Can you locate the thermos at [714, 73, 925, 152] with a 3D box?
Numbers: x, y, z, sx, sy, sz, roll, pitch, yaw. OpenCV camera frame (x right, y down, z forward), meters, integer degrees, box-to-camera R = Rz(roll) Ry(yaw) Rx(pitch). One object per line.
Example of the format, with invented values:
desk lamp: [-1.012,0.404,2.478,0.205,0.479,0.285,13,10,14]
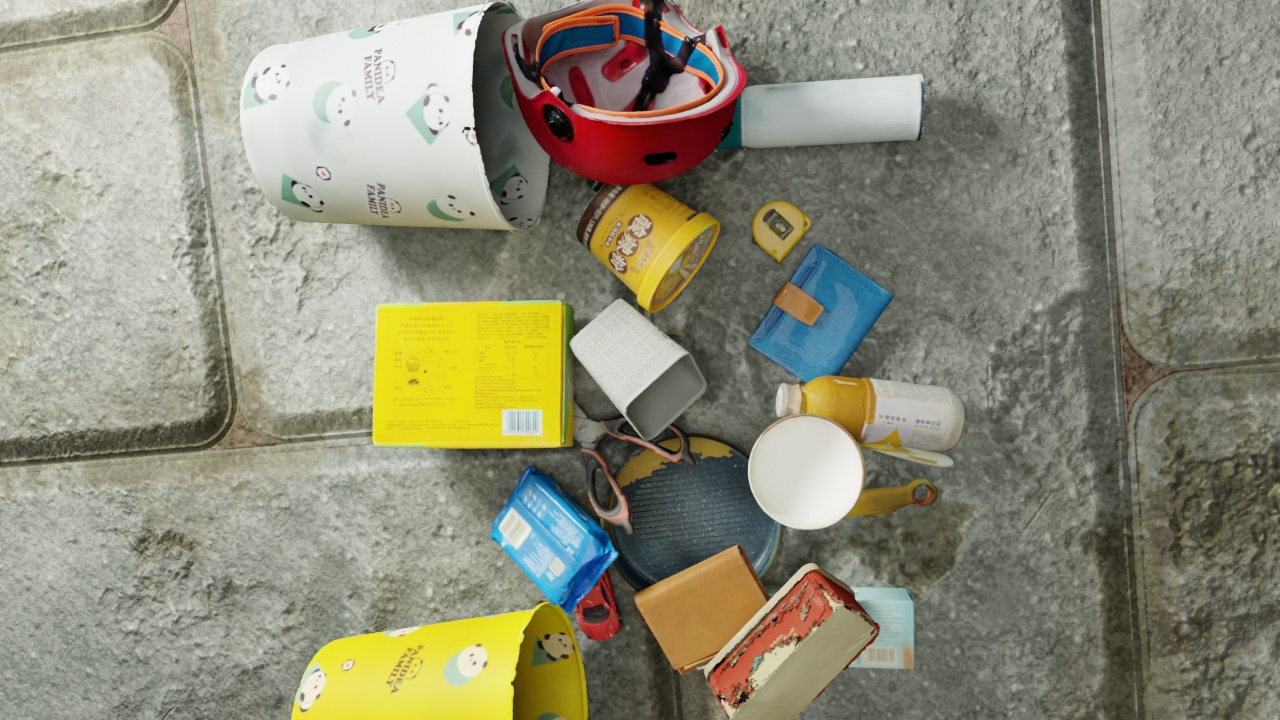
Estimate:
thermos: [0.177,-0.260,0.958,0.224,0.073,0.073,-1,94,8]

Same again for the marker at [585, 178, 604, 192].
marker: [-0.020,-0.245,1.008,0.022,0.018,0.131,34,98,13]

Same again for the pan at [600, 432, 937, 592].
pan: [0.132,0.163,0.989,0.358,0.078,0.197,-11,93,8]

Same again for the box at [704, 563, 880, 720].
box: [0.155,0.299,0.925,0.091,0.080,0.168,36,99,-33]

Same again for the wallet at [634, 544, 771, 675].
wallet: [0.074,0.270,0.982,0.132,0.031,0.108,-30,92,16]

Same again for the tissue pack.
tissue pack: [-0.096,0.197,1.013,0.157,0.052,0.095,39,99,31]

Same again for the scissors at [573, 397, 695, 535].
scissors: [-0.044,0.090,1.007,0.189,0.015,0.226,-24,74,14]

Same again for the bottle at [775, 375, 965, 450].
bottle: [0.238,0.052,0.959,0.189,0.068,0.068,7,95,-3]

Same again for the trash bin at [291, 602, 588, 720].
trash bin: [-0.211,0.386,0.985,0.255,0.229,0.229,-7,93,13]

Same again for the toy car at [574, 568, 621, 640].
toy car: [-0.054,0.269,1.045,0.049,0.031,0.106,-13,95,9]

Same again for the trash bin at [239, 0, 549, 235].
trash bin: [-0.245,-0.239,0.942,0.252,0.229,0.229,-1,94,12]

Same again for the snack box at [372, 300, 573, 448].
snack box: [-0.178,0.016,0.995,0.210,0.070,0.157,-1,85,7]

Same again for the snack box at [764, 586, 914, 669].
snack box: [0.209,0.290,1.002,0.175,0.051,0.074,-1,93,7]

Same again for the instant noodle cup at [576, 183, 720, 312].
instant noodle cup: [0.004,-0.131,0.968,0.114,0.118,0.118,39,98,11]

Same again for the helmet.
helmet: [-0.011,-0.249,0.903,0.206,0.144,0.240,-30,57,-24]

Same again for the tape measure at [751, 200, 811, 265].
tape measure: [0.149,-0.143,0.988,0.057,0.029,0.060,41,98,3]

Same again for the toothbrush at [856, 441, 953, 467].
toothbrush: [0.245,0.090,0.998,0.191,0.018,0.016,13,97,6]

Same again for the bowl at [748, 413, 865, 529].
bowl: [0.169,0.112,0.924,0.113,0.062,0.113,-2,82,15]

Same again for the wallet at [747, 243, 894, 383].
wallet: [0.192,-0.045,0.987,0.106,0.040,0.133,34,98,-1]

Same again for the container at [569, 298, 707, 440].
container: [-0.006,0.006,0.967,0.090,0.090,0.114,-41,58,-6]
